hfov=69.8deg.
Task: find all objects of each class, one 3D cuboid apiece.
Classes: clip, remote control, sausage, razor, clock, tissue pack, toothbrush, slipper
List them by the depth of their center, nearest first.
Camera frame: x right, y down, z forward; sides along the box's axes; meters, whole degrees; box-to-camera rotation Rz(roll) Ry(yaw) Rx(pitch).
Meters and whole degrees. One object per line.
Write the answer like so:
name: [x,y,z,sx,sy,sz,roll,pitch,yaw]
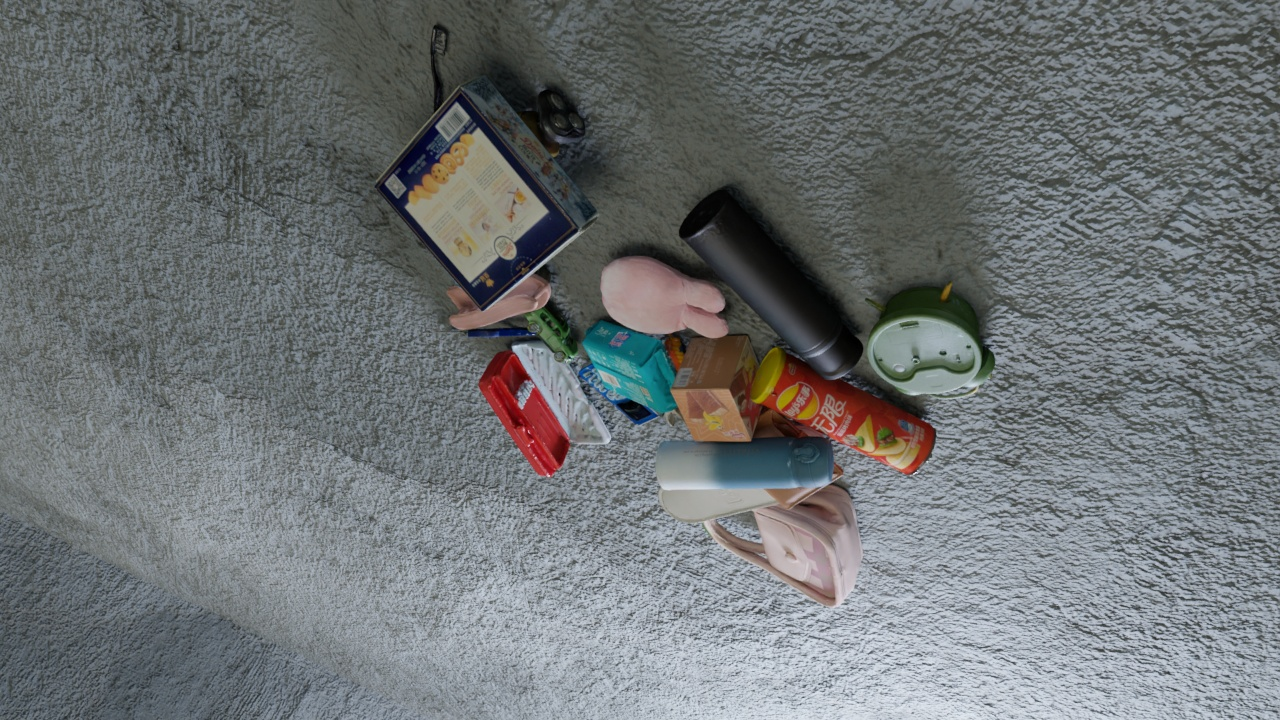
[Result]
razor: [-0.138,-0.244,0.964,0.168,0.062,0.068,3,107,32]
clock: [0.313,-0.012,0.986,0.116,0.056,0.161,-10,130,36]
toothbrush: [-0.218,-0.277,0.991,0.017,0.014,0.189,12,141,-4]
tissue pack: [-0.007,0.007,1.142,0.133,0.050,0.093,23,150,43]
sausage: [0.065,0.027,1.183,0.021,0.021,0.165,-2,135,29]
clip: [0.025,0.051,1.224,0.087,0.034,0.104,11,147,10]
remote control: [-0.025,0.041,1.243,0.125,0.024,0.049,43,138,-20]
slipper: [0.139,0.151,1.251,0.275,0.054,0.114,-29,108,35]

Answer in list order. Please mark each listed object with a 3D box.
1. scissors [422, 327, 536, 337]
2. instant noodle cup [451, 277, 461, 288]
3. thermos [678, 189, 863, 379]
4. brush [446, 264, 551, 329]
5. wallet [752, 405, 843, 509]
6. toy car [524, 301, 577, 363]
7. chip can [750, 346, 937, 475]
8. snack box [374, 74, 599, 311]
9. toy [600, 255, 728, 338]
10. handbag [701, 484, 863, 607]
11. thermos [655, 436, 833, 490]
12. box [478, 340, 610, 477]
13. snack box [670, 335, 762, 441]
scissors: [-0.212,-0.038,1.224,0.162,0.012,0.162,-2,-176,-13]
instant noodle cup: [-0.181,-0.151,1.059,0.099,0.099,0.110,8,131,19]
thermos: [0.139,-0.075,0.999,0.242,0.068,0.090,44,159,-23]
brush: [-0.173,-0.078,1.147,0.146,0.072,0.063,-10,130,32]
wallet: [0.180,0.119,1.163,0.130,0.035,0.119,42,130,-10]
toy car: [-0.112,-0.038,1.182,0.036,0.043,0.091,-30,111,20]
chip can: [0.239,0.062,1.085,0.216,0.073,0.073,27,141,-8]
snack box: [-0.164,-0.167,0.955,0.178,0.045,0.182,-32,103,39]
toy: [0.027,-0.069,1.066,0.159,0.054,0.121,15,147,19]
handbag: [0.198,0.252,1.335,0.234,0.093,0.193,10,139,28]
thermos: [0.128,0.125,1.126,0.221,0.070,0.070,-5,133,27]
box: [-0.130,0.071,1.275,0.100,0.094,0.201,-2,133,32]
snack box: [0.098,0.034,1.118,0.077,0.092,0.094,-2,134,28]
